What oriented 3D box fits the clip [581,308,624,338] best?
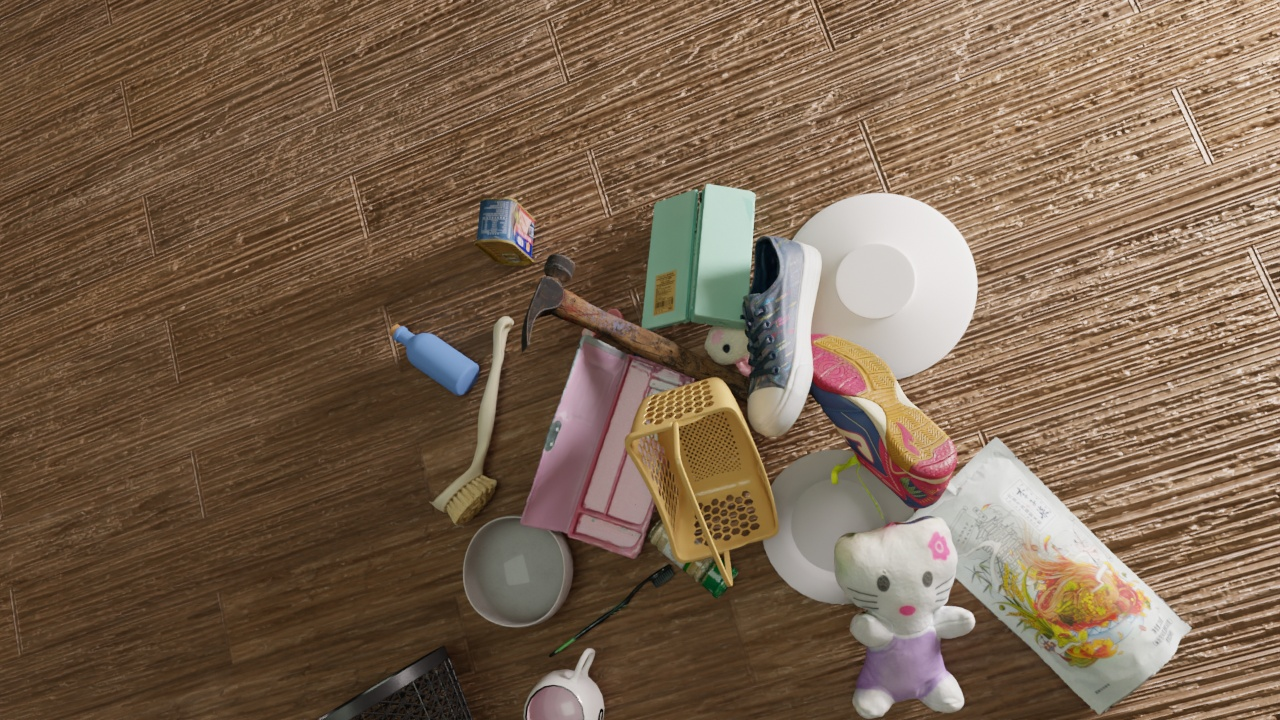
[{"bbox_3d":[-0.046,-0.042,1.162,0.059,0.041,0.023,-30,79,-3],"label":"clip"}]

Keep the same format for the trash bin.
[{"bbox_3d":[-0.264,0.490,1.040,0.217,0.217,0.243,-32,82,7],"label":"trash bin"}]

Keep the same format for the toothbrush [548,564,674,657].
[{"bbox_3d":[-0.035,0.305,1.103,0.188,0.014,0.017,-38,82,6],"label":"toothbrush"}]

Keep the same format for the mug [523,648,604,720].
[{"bbox_3d":[-0.081,0.392,1.068,0.090,0.076,0.124,23,87,16],"label":"mug"}]

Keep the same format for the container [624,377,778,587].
[{"bbox_3d":[0.072,0.131,0.995,0.129,0.166,0.183,-17,118,11],"label":"container"}]

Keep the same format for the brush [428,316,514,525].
[{"bbox_3d":[-0.200,0.075,1.164,0.077,0.062,0.272,14,80,-1],"label":"brush"}]

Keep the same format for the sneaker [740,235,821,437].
[{"bbox_3d":[0.143,-0.033,1.028,0.079,0.088,0.235,21,69,-27],"label":"sneaker"}]

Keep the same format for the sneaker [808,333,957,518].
[{"bbox_3d":[0.243,0.069,1.025,0.116,0.091,0.241,-23,52,-20],"label":"sneaker"}]

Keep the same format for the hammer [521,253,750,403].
[{"bbox_3d":[0.026,-0.002,1.050,0.330,0.033,0.119,24,66,-10],"label":"hammer"}]

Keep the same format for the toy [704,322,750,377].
[{"bbox_3d":[0.118,-0.033,1.102,0.087,0.050,0.112,-35,81,6],"label":"toy"}]

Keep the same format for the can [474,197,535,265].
[{"bbox_3d":[-0.170,-0.162,1.166,0.054,0.100,0.059,1,79,13],"label":"can"}]

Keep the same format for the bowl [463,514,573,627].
[{"bbox_3d":[-0.143,0.253,1.111,0.132,0.064,0.131,-2,81,14],"label":"bowl"}]

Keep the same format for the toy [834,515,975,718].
[{"bbox_3d":[0.280,0.269,0.978,0.138,0.085,0.209,-5,95,3],"label":"toy"}]

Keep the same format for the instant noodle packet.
[{"bbox_3d":[0.430,0.226,0.976,0.147,0.057,0.269,-43,74,-4],"label":"instant noodle packet"}]

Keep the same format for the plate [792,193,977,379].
[{"bbox_3d":[0.275,-0.090,1.077,0.230,0.030,0.229,-2,81,14],"label":"plate"}]

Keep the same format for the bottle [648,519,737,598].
[{"bbox_3d":[0.060,0.229,1.076,0.110,0.042,0.042,36,91,17],"label":"bottle"}]

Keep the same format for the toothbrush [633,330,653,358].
[{"bbox_3d":[-0.007,0.007,1.140,0.016,0.017,0.190,17,86,13],"label":"toothbrush"}]

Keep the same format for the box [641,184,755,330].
[{"bbox_3d":[0.069,-0.125,1.108,0.138,0.056,0.186,0,64,11],"label":"box"}]

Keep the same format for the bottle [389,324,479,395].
[{"bbox_3d":[-0.273,-0.007,1.193,0.131,0.048,0.048,32,90,16],"label":"bottle"}]

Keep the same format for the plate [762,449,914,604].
[{"bbox_3d":[0.225,0.189,1.052,0.173,0.019,0.172,-2,81,14],"label":"plate"}]

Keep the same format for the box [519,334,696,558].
[{"bbox_3d":[-0.040,0.102,1.089,0.172,0.075,0.233,22,84,-20],"label":"box"}]
